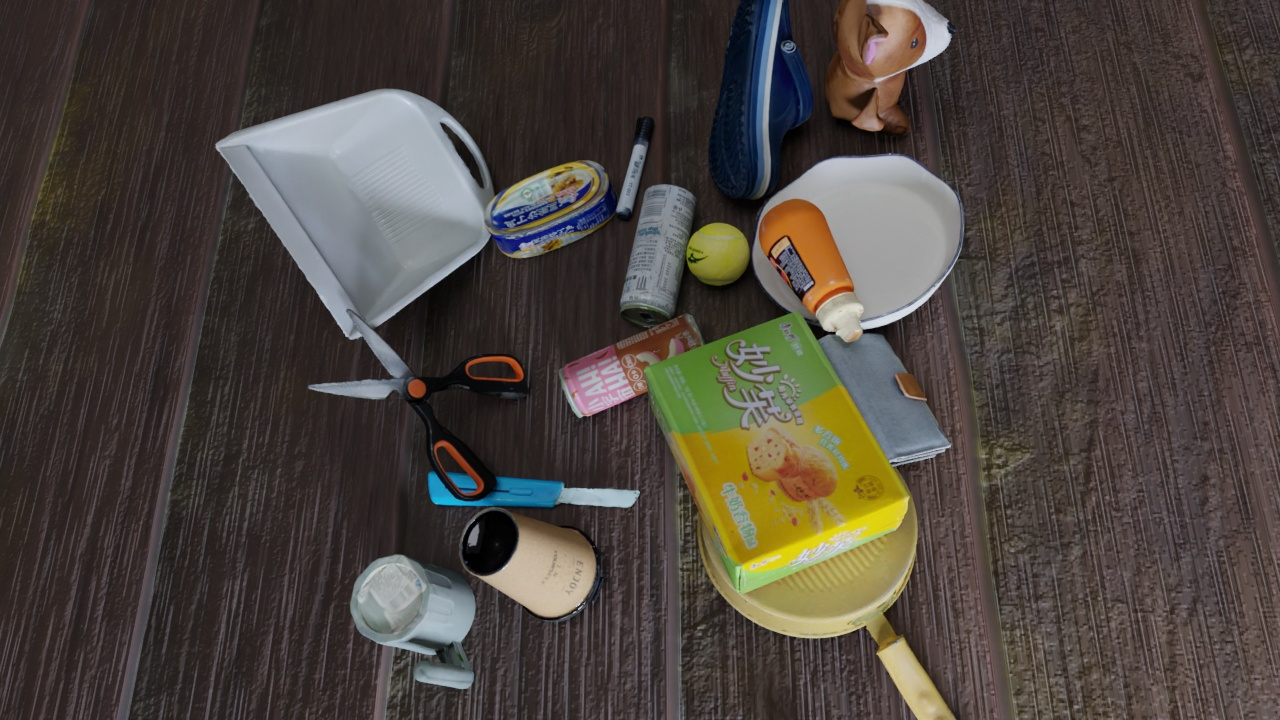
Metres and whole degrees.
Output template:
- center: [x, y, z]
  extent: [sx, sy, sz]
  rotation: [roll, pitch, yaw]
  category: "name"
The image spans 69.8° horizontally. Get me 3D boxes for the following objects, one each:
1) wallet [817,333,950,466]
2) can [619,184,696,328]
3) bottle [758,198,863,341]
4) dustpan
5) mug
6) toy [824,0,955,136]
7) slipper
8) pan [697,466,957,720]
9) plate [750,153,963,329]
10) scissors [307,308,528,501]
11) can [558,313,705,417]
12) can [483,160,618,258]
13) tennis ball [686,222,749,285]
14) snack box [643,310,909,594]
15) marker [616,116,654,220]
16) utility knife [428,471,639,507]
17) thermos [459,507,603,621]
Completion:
- center: [0.228, 0.032, 0.851]
  extent: [0.037, 0.106, 0.129]
  rotation: [-45, 61, 42]
  category: "wallet"
- center: [0.019, -0.110, 0.968]
  extent: [0.058, 0.058, 0.146]
  rotation: [7, 71, 15]
  category: "can"
- center: [0.165, -0.080, 0.854]
  extent: [0.067, 0.067, 0.149]
  rotation: [-25, 63, 2]
  category: "bottle"
- center: [-0.262, -0.179, 0.963]
  extent: [0.143, 0.257, 0.223]
  rotation: [-29, 102, 14]
  category: "dustpan"
- center: [-0.203, 0.246, 0.856]
  extent: [0.083, 0.103, 0.124]
  rotation: [-31, 65, -1]
  category: "mug"
- center: [0.246, -0.312, 0.919]
  extent: [0.131, 0.199, 0.140]
  rotation: [0, 70, 16]
  category: "toy"
- center: [0.136, -0.285, 0.994]
  extent: [0.095, 0.105, 0.252]
  rotation: [9, 76, -12]
  category: "slipper"
- center: [0.192, 0.213, 0.806]
  extent: [0.197, 0.078, 0.357]
  rotation: [-29, 61, -11]
  category: "pan"
- center: [0.215, -0.116, 0.916]
  extent: [0.205, 0.045, 0.204]
  rotation: [-11, 58, 18]
  category: "plate"
- center: [-0.205, 0.038, 0.911]
  extent: [0.231, 0.022, 0.221]
  rotation: [-23, 89, -38]
  category: "scissors"
- center: [-0.006, 0.005, 0.929]
  extent: [0.147, 0.058, 0.058]
  rotation: [-23, 66, 3]
  category: "can"
- center: [-0.099, -0.169, 1.021]
  extent: [0.148, 0.049, 0.074]
  rotation: [-21, 67, 3]
  category: "can"
- center: [0.080, -0.110, 0.949]
  extent: [0.065, 0.065, 0.065]
  rotation: [-4, 68, 11]
  category: "tennis ball"
- center: [0.112, 0.075, 0.807]
  extent: [0.157, 0.070, 0.210]
  rotation: [-21, 60, -7]
  category: "snack box"
- center: [-0.007, -0.218, 1.037]
  extent: [0.022, 0.018, 0.130]
  rotation: [14, 72, 2]
  category: "marker"
- center: [-0.110, 0.133, 0.926]
  extent: [0.223, 0.018, 0.034]
  rotation: [1, 69, 12]
  category: "utility knife"
- center: [-0.100, 0.184, 0.842]
  extent: [0.093, 0.143, 0.093]
  rotation: [-11, 61, 21]
  category: "thermos"
